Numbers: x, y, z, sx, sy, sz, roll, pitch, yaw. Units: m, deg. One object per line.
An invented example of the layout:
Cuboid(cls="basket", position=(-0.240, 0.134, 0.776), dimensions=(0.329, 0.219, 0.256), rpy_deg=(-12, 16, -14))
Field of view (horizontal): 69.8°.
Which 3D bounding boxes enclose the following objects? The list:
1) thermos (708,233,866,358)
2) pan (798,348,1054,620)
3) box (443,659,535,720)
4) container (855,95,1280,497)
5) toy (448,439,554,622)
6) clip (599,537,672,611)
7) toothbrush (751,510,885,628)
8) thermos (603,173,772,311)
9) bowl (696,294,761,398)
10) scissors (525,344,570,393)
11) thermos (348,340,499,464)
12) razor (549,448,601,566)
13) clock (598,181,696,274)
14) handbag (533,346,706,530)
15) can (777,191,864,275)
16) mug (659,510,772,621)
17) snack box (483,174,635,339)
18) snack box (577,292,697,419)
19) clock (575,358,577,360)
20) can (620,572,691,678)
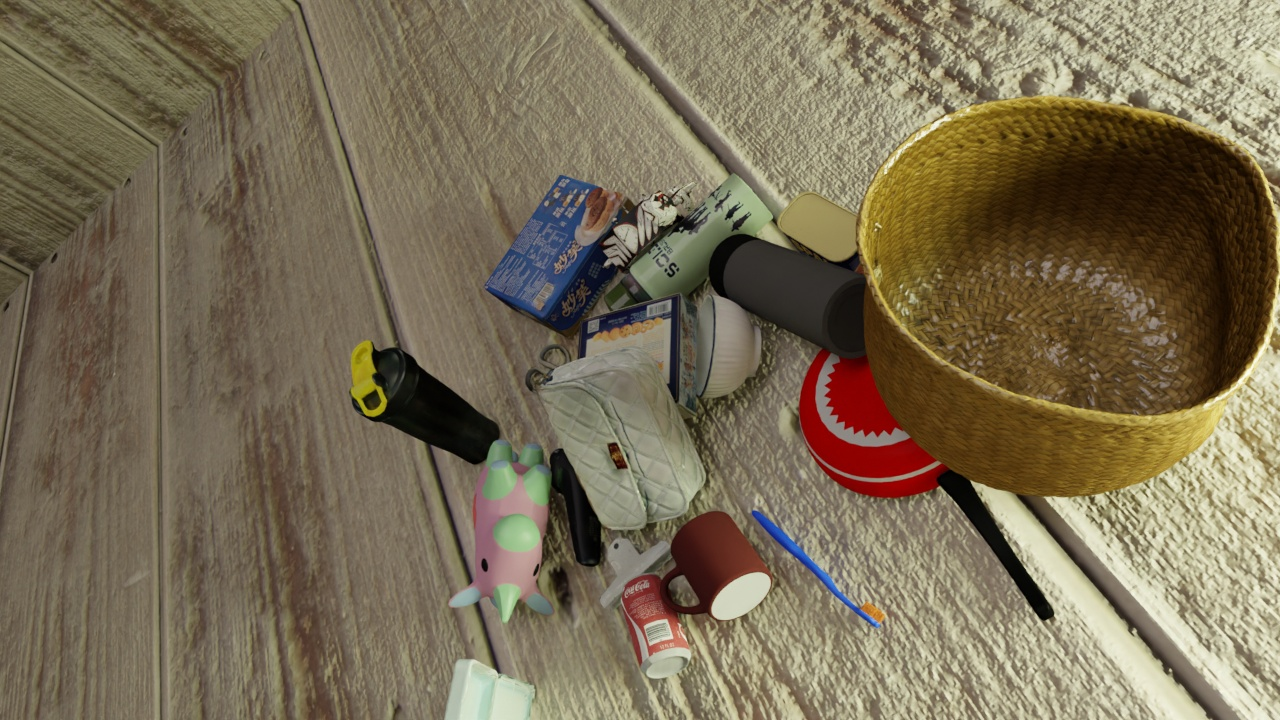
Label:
Cuboid(cls="thermos", position=(0.163, -0.076, 0.992), dimensions=(0.082, 0.082, 0.240), rpy_deg=(-51, 29, -1))
Cuboid(cls="pan", position=(0.276, 0.083, 0.867), dimensions=(0.209, 0.067, 0.355), rpy_deg=(-36, 43, 13))
Cuboid(cls="box", position=(-0.165, 0.416, 0.931), dimensions=(0.041, 0.134, 0.196), rpy_deg=(-5, 59, 23))
Cuboid(cls="container", position=(0.331, -0.044, 0.761), dimensions=(0.307, 0.197, 0.306), rpy_deg=(-5, 58, 8))
Cuboid(cls="toy", position=(-0.156, 0.196, 1.092), dimensions=(0.222, 0.120, 0.171), rpy_deg=(-126, 46, -72))
Cuboid(cls="clip", position=(-0.016, 0.221, 1.011), dimensions=(0.102, 0.050, 0.058), rpy_deg=(-43, 58, 5))
Cuboid(cls="toothbrush", position=(0.170, 0.198, 0.900), dimensions=(0.018, 0.016, 0.182), rpy_deg=(-46, 45, -4))
Cuboid(cls="thermos", position=(0.055, -0.130, 1.159), dimensions=(0.231, 0.082, 0.082), rpy_deg=(-42, 45, 8))
Cuboid(cls="bowl", position=(0.100, -0.013, 1.041), dimensions=(0.062, 0.118, 0.118), rpy_deg=(5, 58, -6))
Cuboid(cls="scissors", position=(-0.096, 0.037, 1.212), dimensions=(0.121, 0.012, 0.171), rpy_deg=(-39, 50, 10))
Cuboid(cls="thermos", position=(-0.279, 0.063, 1.186), dimensions=(0.098, 0.221, 0.098), rpy_deg=(-19, 52, 26))
Cuboid(cls="razor", position=(-0.075, 0.174, 1.086), dimensions=(0.067, 0.054, 0.151), rpy_deg=(-33, 53, 32))
Cuboid(cls="clock", position=(0.011, -0.184, 1.185), dimensions=(0.065, 0.114, 0.155), rpy_deg=(49, 121, 3))
Cuboid(cls="handbag", position=(-0.024, 0.089, 0.998), dimensions=(0.139, 0.195, 0.072), rpy_deg=(-15, 18, 30))
Cuboid(cls="can", position=(0.219, -0.124, 1.015), dimensions=(0.056, 0.092, 0.116), rpy_deg=(-48, 45, 1))
Cuboid(cls="mug", position=(0.068, 0.216, 0.923), dimensions=(0.106, 0.073, 0.082), rpy_deg=(-39, 46, 3))
Cuboid(cls="snack box", position=(-0.106, -0.149, 1.296), dimensions=(0.155, 0.069, 0.202), rpy_deg=(27, 81, 45))
Cuboid(cls="snack box", position=(-0.006, 0.006, 1.073), dimensions=(0.145, 0.042, 0.144), rpy_deg=(-13, 60, 29))
Cuboid(cls="clock", position=(-0.040, 0.042, 1.135), dimensions=(0.159, 0.045, 0.122), rpy_deg=(-48, 50, 2))
Cuboid(cls="can", position=(0.014, 0.272, 0.945), dimensions=(0.054, 0.054, 0.096), rpy_deg=(-34, 47, 15))
